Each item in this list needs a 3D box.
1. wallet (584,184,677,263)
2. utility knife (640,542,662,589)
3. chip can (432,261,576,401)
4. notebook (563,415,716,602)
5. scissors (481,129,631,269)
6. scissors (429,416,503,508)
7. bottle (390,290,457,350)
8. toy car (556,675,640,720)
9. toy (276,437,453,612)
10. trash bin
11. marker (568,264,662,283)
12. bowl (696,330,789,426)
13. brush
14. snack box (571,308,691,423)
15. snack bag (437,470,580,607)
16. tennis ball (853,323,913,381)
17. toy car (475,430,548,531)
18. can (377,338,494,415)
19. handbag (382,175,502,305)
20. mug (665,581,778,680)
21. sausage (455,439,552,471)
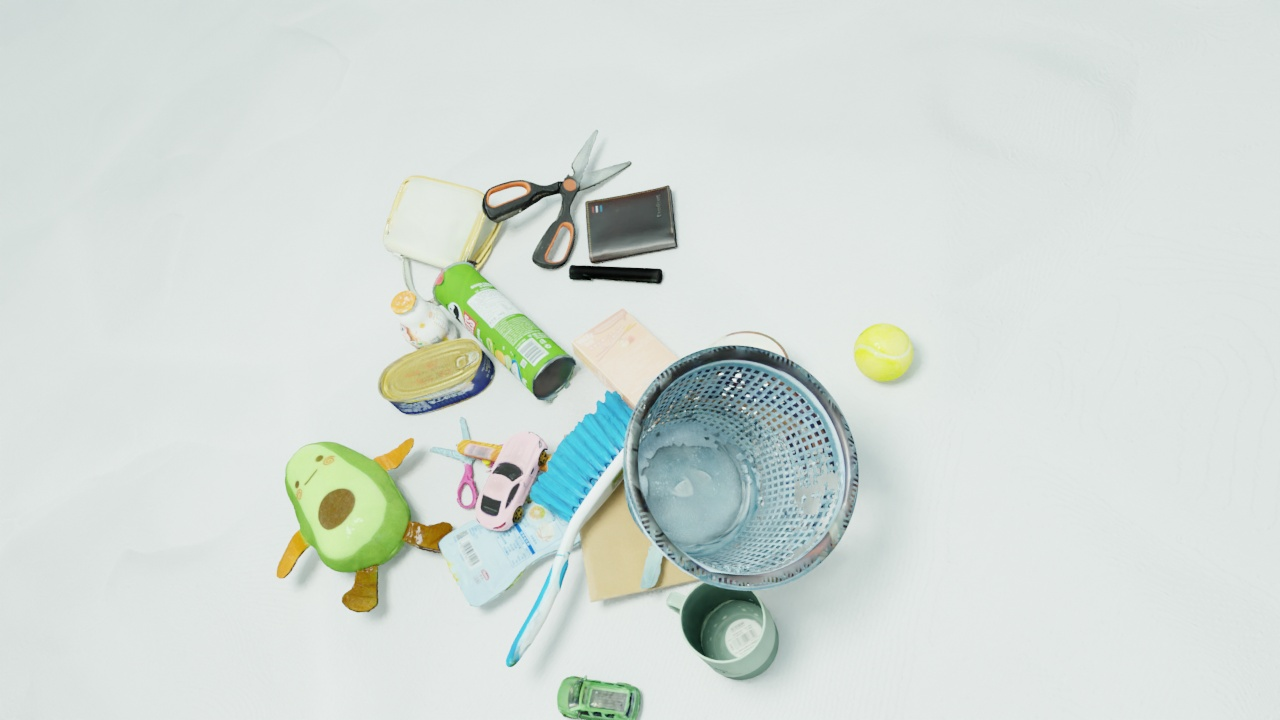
[{"bbox_3d":[-0.013,-0.185,1.251,0.122,0.020,0.096,-9,69,11],"label":"wallet"},{"bbox_3d":[0.030,0.159,1.031,0.029,0.013,0.209,11,58,9],"label":"utility knife"},{"bbox_3d":[-0.181,-0.042,1.200,0.072,0.072,0.236,-44,58,-9],"label":"chip can"},{"bbox_3d":[-0.002,0.161,1.047,0.148,0.008,0.207,-11,58,-1],"label":"notebook"},{"bbox_3d":[-0.112,-0.224,1.288,0.220,0.022,0.222,-7,77,-13],"label":"scissors"},{"bbox_3d":[-0.215,0.130,1.151,0.133,0.017,0.128,7,67,27],"label":"scissors"},{"bbox_3d":[-0.290,-0.050,1.220,0.063,0.108,0.063,-9,58,14],"label":"bottle"},{"bbox_3d":[-0.046,0.353,0.956,0.091,0.036,0.043,-2,62,22],"label":"toy car"},{"bbox_3d":[-0.354,0.184,1.123,0.247,0.090,0.226,37,72,28],"label":"toy"},{"bbox_3d":[0.076,0.118,0.927,0.226,0.195,0.226,3,75,-11],"label":"trash bin"},{"bbox_3d":[-0.034,-0.115,1.223,0.132,0.020,0.022,5,47,21],"label":"marker"},{"bbox_3d":[0.123,0.029,1.064,0.113,0.062,0.113,-9,59,15],"label":"bowl"},{"bbox_3d":[-0.083,0.176,1.012,0.109,0.061,0.313,34,70,16],"label":"brush"},{"bbox_3d":[-0.007,0.007,1.131,0.084,0.026,0.157,-34,55,-18],"label":"snack box"},{"bbox_3d":[-0.136,0.196,1.070,0.191,0.039,0.110,-32,48,-10],"label":"snack bag"},{"bbox_3d":[0.273,-0.009,1.032,0.065,0.065,0.065,-8,60,14],"label":"tennis ball"},{"bbox_3d":[-0.152,0.137,1.061,0.056,0.037,0.122,15,73,27],"label":"toy car"},{"bbox_3d":[-0.268,0.022,1.207,0.148,0.049,0.074,-19,58,8],"label":"can"},{"bbox_3d":[-0.295,-0.166,1.326,0.163,0.063,0.178,19,84,27],"label":"handbag"},{"bbox_3d":[0.080,0.265,0.918,0.112,0.106,0.082,19,70,26],"label":"mug"},{"bbox_3d":[-0.158,0.115,1.110,0.165,0.021,0.021,7,64,27],"label":"sausage"}]
